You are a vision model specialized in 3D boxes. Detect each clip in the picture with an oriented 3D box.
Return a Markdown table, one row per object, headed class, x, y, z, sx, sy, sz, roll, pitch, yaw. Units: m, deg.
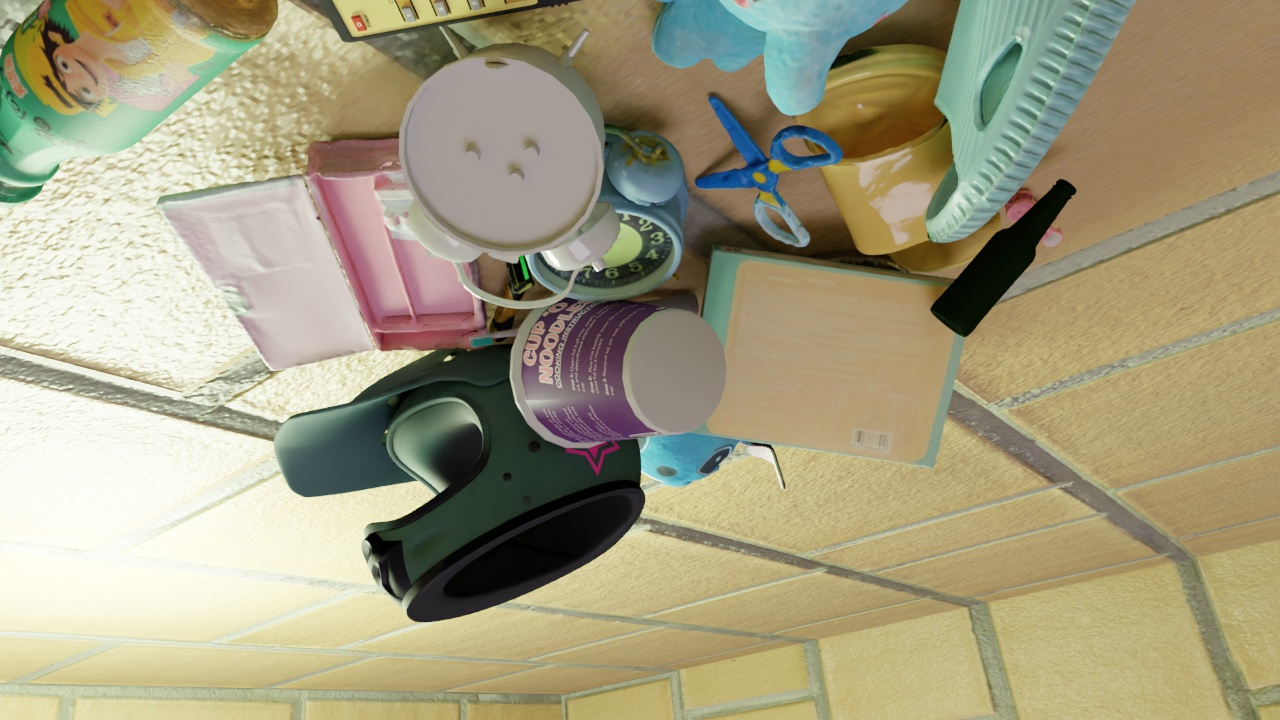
| class | x | y | z | sx | sy | sz | roll | pitch | yaw |
| --- | --- | --- | --- | --- | --- | --- | --- | --- | --- |
| clip | 0.296 | -0.103 | 0.687 | 0.059 | 0.045 | 0.023 | -1 | 154 | -44 |

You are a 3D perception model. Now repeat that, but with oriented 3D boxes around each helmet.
| class | x | y | z | sx | sy | sz | roll | pitch | yaw |
| --- | --- | --- | --- | --- | --- | --- | --- | --- | --- |
| helmet | -0.139 | 0.083 | 0.760 | 0.274 | 0.200 | 0.177 | -17 | 147 | -32 |

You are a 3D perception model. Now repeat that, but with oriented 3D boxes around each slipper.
| class | x | y | z | sx | sy | sz | roll | pitch | yaw |
| --- | --- | --- | --- | --- | --- | --- | --- | --- | --- |
| slipper | 0.190 | -0.172 | 0.423 | 0.069 | 0.115 | 0.277 | 25 | 130 | 2 |
| slipper | 0.183 | -0.108 | 0.599 | 0.100 | 0.078 | 0.263 | -20 | 154 | 23 |

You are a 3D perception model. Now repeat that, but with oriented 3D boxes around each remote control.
| class | x | y | z | sx | sy | sz | roll | pitch | yaw |
| --- | --- | --- | --- | --- | --- | --- | --- | --- | --- |
| remote control | -0.089 | -0.187 | 0.438 | 0.133 | 0.013 | 0.058 | -9 | 154 | 5 |

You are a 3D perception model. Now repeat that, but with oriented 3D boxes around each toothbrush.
| class | x | y | z | sx | sy | sz | roll | pitch | yaw |
| --- | --- | --- | --- | --- | --- | --- | --- | --- | --- |
| toothbrush | -0.043 | -0.031 | 0.729 | 0.187 | 0.019 | 0.018 | -10 | 167 | -18 |

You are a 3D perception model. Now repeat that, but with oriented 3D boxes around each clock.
| class | x | y | z | sx | sy | sz | roll | pitch | yaw |
| --- | --- | --- | --- | --- | --- | --- | --- | --- | --- |
| clock | -0.027 | -0.099 | 0.586 | 0.118 | 0.060 | 0.162 | -9 | 150 | 7 |
| clock | -0.070 | -0.096 | 0.498 | 0.120 | 0.061 | 0.159 | 5 | 123 | 3 |

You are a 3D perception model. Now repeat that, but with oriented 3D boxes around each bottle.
| class | x | y | z | sx | sy | sz | roll | pitch | yaw |
| --- | --- | --- | --- | --- | --- | --- | --- | --- | --- |
| bottle | 0.253 | -0.072 | 0.633 | 0.123 | 0.033 | 0.033 | -51 | 142 | 7 |
| bottle | -0.265 | -0.134 | 0.440 | 0.210 | 0.068 | 0.068 | -23 | 150 | 29 |

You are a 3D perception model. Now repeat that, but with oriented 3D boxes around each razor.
| class | x | y | z | sx | sy | sz | roll | pitch | yaw |
| --- | --- | --- | --- | --- | --- | --- | --- | --- | --- |
| razor | -0.101 | -0.047 | 0.705 | 0.021 | 0.044 | 0.144 | -10 | 162 | -21 |

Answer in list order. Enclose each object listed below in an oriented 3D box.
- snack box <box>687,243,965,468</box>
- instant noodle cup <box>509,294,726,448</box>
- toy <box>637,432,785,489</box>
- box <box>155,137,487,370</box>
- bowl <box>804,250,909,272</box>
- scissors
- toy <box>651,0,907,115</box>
| class | x | y | z | sx | sy | sz | roll | pitch | yaw |
| --- | --- | --- | --- | --- | --- | --- | --- | --- | --- |
| snack box | 0.138 | -0.003 | 0.692 | 0.193 | 0.141 | 0.044 | 8 | -165 | 2 |
| instant noodle cup | -0.004 | 0.004 | 0.653 | 0.136 | 0.122 | 0.122 | -28 | -163 | -32 |
| toy | 0.032 | 0.088 | 0.940 | 0.224 | 0.098 | 0.192 | 13 | 155 | -14 |
| box | -0.200 | -0.065 | 0.634 | 0.179 | 0.040 | 0.233 | -7 | 155 | -9 |
| bowl | 0.159 | -0.011 | 0.773 | 0.160 | 0.093 | 0.160 | -5 | 155 | -3 |
| scissors | 0.079 | -0.117 | 0.575 | 0.126 | 0.013 | 0.126 | 6 | 142 | 50 |
| toy | 0.064 | -0.171 | 0.415 | 0.183 | 0.114 | 0.181 | -3 | 165 | -24 |
